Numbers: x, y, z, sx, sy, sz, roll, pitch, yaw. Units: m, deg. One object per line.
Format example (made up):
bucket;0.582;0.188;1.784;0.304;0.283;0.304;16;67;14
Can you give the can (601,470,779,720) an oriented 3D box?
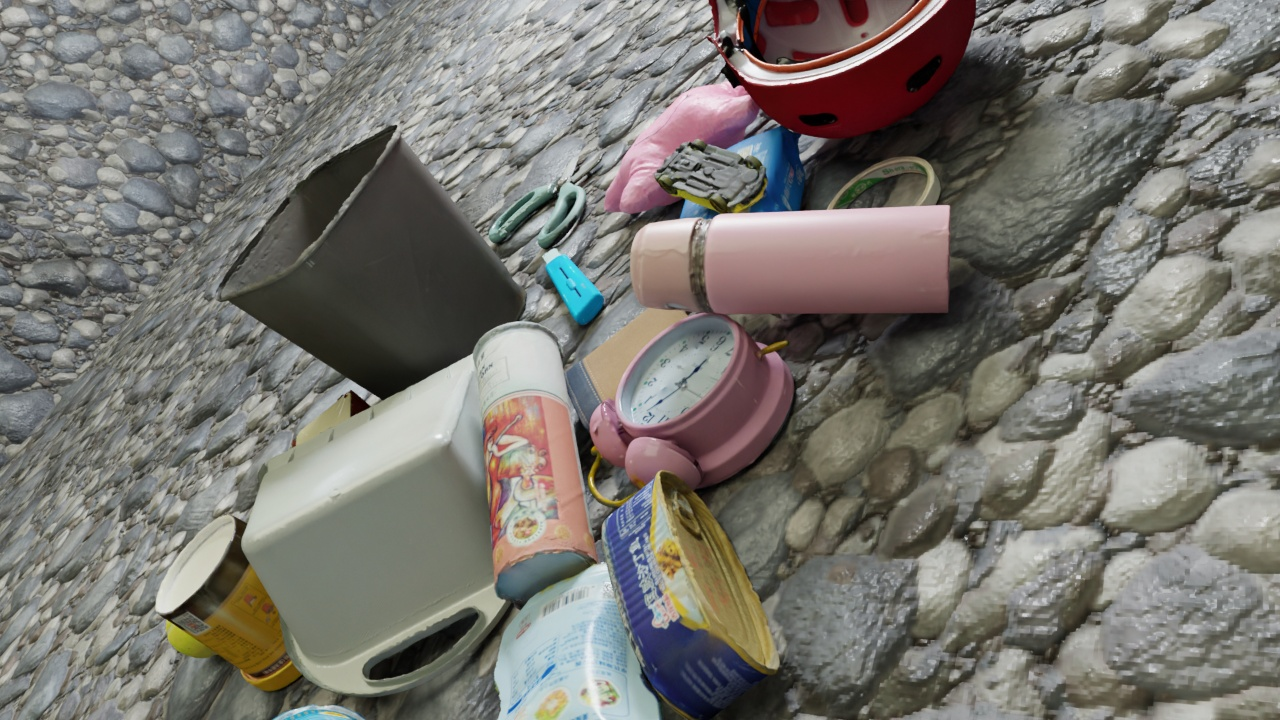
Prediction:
can;0.024;0.124;0.504;0.049;0.074;0.148;-41;31;11

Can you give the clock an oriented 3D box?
clock;0.026;0.037;0.617;0.158;0.060;0.117;-48;31;-5

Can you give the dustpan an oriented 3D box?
dustpan;-0.193;0.130;0.725;0.222;0.142;0.257;-28;15;-2

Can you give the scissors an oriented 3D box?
scissors;-0.108;-0.171;1.054;0.170;0.019;0.179;-34;32;14

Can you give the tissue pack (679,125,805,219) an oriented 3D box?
tissue pack;0.084;-0.124;0.748;0.095;0.052;0.156;-16;41;34

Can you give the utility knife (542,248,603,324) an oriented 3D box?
utility knife;-0.072;-0.080;0.906;0.034;0.018;0.178;-43;30;3

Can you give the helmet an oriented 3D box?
helmet;0.170;-0.258;0.726;0.207;0.144;0.239;-20;50;23

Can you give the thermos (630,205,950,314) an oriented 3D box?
thermos;0.097;-0.060;0.593;0.199;0.087;0.067;0;79;21

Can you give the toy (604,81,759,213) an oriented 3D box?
toy;0.037;-0.202;0.874;0.195;0.074;0.178;-37;17;20

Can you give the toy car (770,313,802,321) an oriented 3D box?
toy car;0.125;-0.060;0.638;0.091;0.043;0.034;-24;2;28

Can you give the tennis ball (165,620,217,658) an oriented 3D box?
tennis ball;-0.406;0.244;0.856;0.066;0.065;0.065;-29;34;22

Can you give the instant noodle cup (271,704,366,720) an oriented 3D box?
instant noodle cup;-0.186;0.252;0.532;0.110;0.099;0.099;-37;22;59

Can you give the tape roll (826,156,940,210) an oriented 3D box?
tape roll;0.175;-0.114;0.669;0.086;0.014;0.085;-29;34;22

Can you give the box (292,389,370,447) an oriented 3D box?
box;-0.294;0.103;0.884;0.091;0.077;0.168;-39;31;6

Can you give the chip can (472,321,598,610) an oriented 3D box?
chip can;-0.077;0.069;0.656;0.071;0.071;0.214;-33;43;17

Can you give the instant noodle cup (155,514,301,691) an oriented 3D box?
instant noodle cup;-0.328;0.199;0.774;0.119;0.114;0.118;-29;35;23

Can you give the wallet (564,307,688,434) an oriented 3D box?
wallet;-0.004;0.004;0.717;0.115;0.033;0.090;-40;35;5

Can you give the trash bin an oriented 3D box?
trash bin;-0.254;-0.076;0.915;0.199;0.220;0.198;-9;46;42

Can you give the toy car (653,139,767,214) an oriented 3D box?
toy car;0.057;-0.139;0.715;0.048;0.032;0.105;-49;45;-11

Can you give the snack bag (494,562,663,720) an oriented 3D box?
snack bag;-0.039;0.179;0.490;0.110;0.039;0.190;-19;17;6
